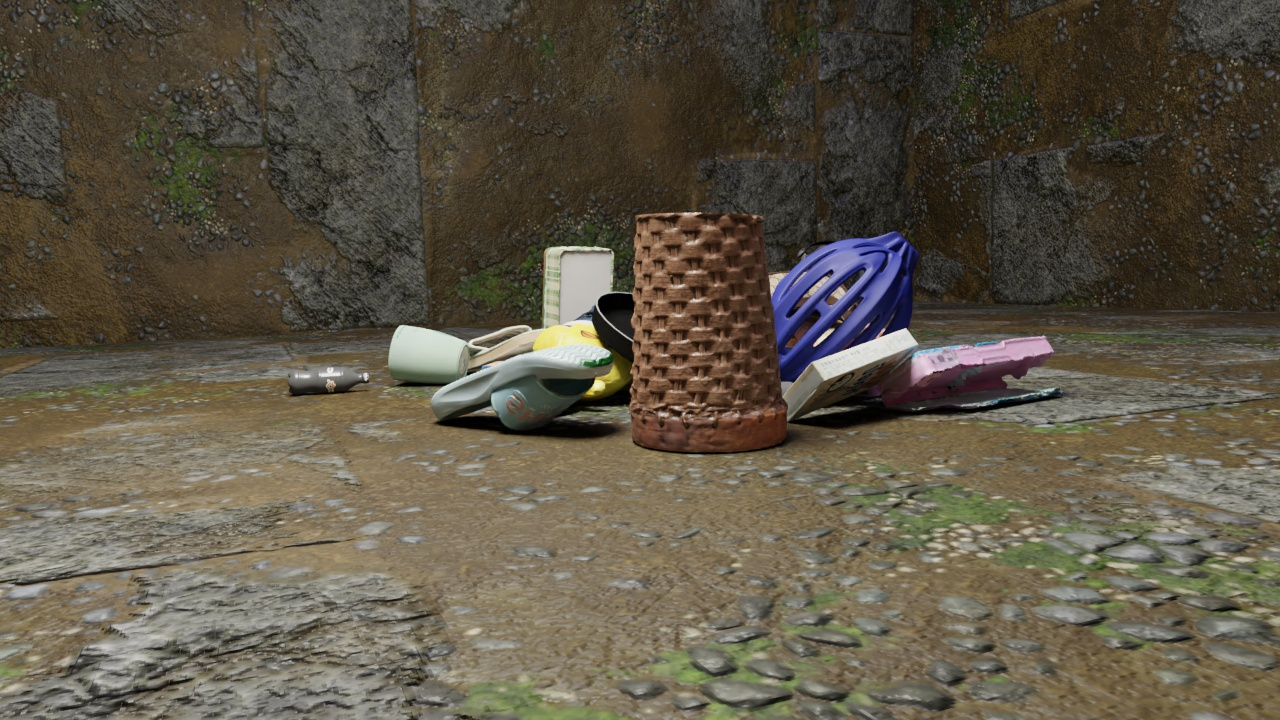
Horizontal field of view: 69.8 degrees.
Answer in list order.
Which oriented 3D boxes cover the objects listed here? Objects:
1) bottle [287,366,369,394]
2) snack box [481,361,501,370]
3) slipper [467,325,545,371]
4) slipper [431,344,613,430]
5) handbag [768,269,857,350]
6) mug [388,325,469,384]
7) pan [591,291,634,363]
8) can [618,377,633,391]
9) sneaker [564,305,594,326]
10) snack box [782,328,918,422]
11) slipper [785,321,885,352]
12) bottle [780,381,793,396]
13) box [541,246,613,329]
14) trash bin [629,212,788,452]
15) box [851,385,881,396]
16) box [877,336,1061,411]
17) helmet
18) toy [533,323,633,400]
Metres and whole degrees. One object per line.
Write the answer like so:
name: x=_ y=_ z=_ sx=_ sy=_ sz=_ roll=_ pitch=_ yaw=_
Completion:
bottle: x=-0.447 y=0.028 z=1.318 sx=0.109 sy=0.036 sz=0.036 roll=-3 pitch=6 yaw=-15
snack box: x=-0.146 y=0.019 z=1.330 sx=0.151 sy=0.034 sz=0.087 roll=0 pitch=5 yaw=6
slipper: x=-0.216 y=-0.022 z=1.442 sx=0.114 sy=0.054 sz=0.273 roll=-19 pitch=3 yaw=-33
slipper: x=-0.124 y=0.037 z=0.972 sx=0.246 sy=0.074 sz=0.103 roll=-18 pitch=-4 yaw=37
handbag: x=0.222 y=-0.059 z=1.254 sx=0.166 sy=0.063 sz=0.138 roll=-6 pitch=49 yaw=-16
mug: x=-0.315 y=-0.003 z=1.401 sx=0.104 sy=0.084 sz=0.111 roll=8 pitch=-8 yaw=5
pan: x=0.073 y=-0.033 z=1.205 sx=0.225 sy=0.034 sz=0.355 roll=30 pitch=21 yaw=18
can: x=-0.007 y=0.007 z=1.240 sx=0.076 sy=0.067 sz=0.067 roll=-2 pitch=6 yaw=-9
sneaker: x=-0.048 y=-0.058 z=1.396 sx=0.121 sy=0.127 sz=0.294 roll=-2 pitch=-4 yaw=15
snack box: x=0.218 y=0.015 z=0.966 sx=0.149 sy=0.026 sz=0.082 roll=-18 pitch=-26 yaw=-35
slipper: x=0.258 y=-0.014 z=1.295 sx=0.197 sy=0.093 sz=0.081 roll=1 pitch=17 yaw=18
bottle: x=0.155 y=0.039 z=1.045 sx=0.113 sy=0.030 sz=0.030 roll=-1 pitch=6 yaw=6
box: x=-0.103 y=-0.083 z=1.501 sx=0.117 sy=0.206 sz=0.050 roll=-9 pitch=17 yaw=-40
trash bin: x=0.063 y=-0.030 z=0.864 sx=0.151 sy=0.210 sz=0.151 roll=-1 pitch=6 yaw=0
box: x=0.215 y=0.021 z=1.192 sx=0.215 sy=0.036 sz=0.076 roll=2 pitch=7 yaw=36
box: x=0.380 y=0.030 z=1.036 sx=0.229 sy=0.076 sz=0.085 roll=-6 pitch=-30 yaw=-33
helmet: x=0.229 y=-0.063 z=1.118 sx=0.242 sy=0.148 sz=0.227 roll=-45 pitch=12 yaw=18
toy: x=-0.083 y=0.013 z=1.119 sx=0.134 sy=0.092 sz=0.207 roll=21 pitch=23 yaw=21
